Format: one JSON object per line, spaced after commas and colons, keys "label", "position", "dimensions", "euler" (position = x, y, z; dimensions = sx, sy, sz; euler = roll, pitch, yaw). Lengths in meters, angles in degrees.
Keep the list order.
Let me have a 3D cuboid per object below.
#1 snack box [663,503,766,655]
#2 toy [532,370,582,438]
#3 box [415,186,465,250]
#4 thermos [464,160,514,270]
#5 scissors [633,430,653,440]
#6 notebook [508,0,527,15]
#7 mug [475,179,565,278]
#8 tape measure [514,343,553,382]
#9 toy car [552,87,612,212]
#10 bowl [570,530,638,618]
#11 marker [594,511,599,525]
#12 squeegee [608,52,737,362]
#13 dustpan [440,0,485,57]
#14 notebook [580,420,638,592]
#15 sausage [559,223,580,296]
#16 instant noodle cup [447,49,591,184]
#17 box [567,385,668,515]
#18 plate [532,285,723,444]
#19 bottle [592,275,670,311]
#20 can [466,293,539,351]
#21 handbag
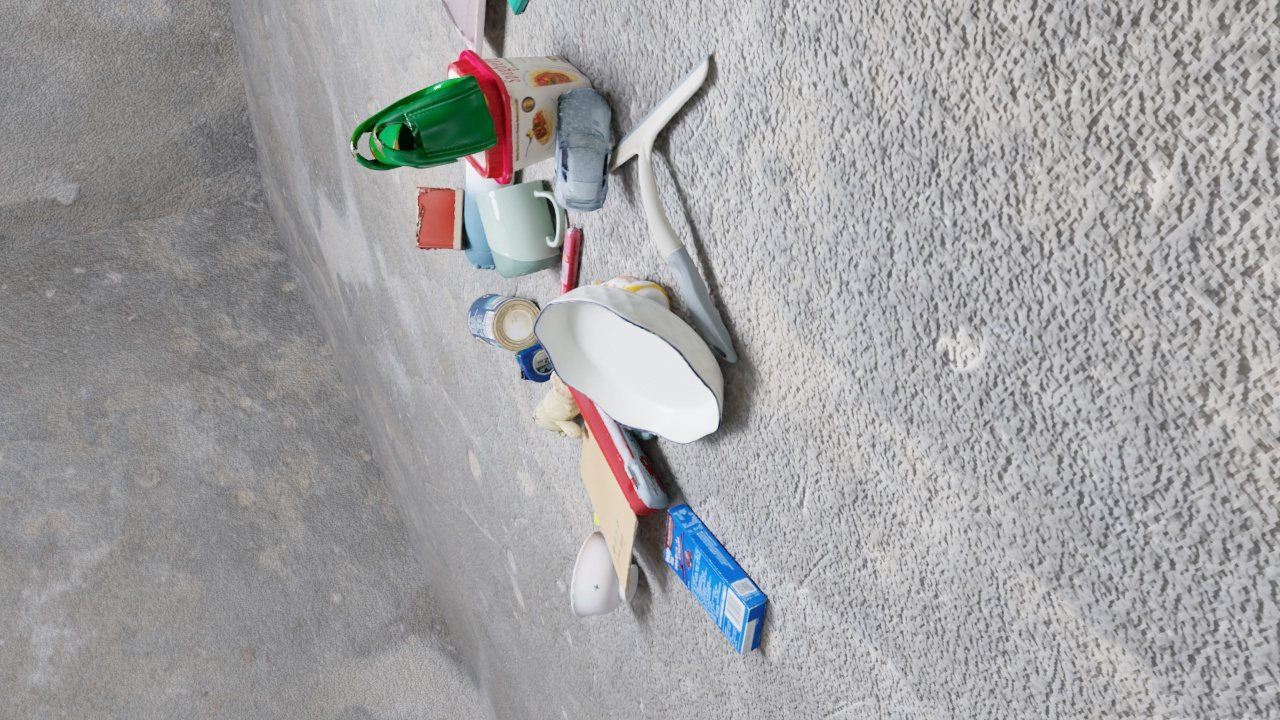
{"label": "snack box", "position": [0.079, 0.239, 1.012], "dimensions": [0.157, 0.026, 0.085], "euler": [46, 146, 42]}
{"label": "toy", "position": [-0.106, 0.054, 1.208], "dimensions": [0.157, 0.066, 0.105], "euler": [116, 136, -66]}
{"label": "box", "position": [-0.288, -0.202, 1.305], "dimensions": [0.168, 0.079, 0.091], "euler": [-141, 54, -80]}
{"label": "thermos", "position": [-0.202, -0.211, 1.218], "dimensions": [0.070, 0.070, 0.221], "euler": [57, 152, 27]}
{"label": "scissors", "position": [-0.006, 0.004, 1.029], "dimensions": [0.178, 0.019, 0.174], "euler": [-23, 86, 66]}
{"label": "notebook", "position": [-0.124, -0.476, 0.935], "dimensions": [0.210, 0.012, 0.150], "euler": [-30, 81, 64]}
{"label": "mug", "position": [-0.136, -0.161, 1.114], "dimensions": [0.112, 0.082, 0.106], "euler": [-8, 101, 33]}
{"label": "tape measure", "position": [-0.140, 0.003, 1.254], "dimensions": [0.025, 0.058, 0.054], "euler": [21, 130, 59]}
{"label": "toy car", "position": [-0.057, -0.208, 0.909], "dimensions": [0.037, 0.054, 0.120], "euler": [-156, 68, -71]}
{"label": "bowl", "position": [-0.041, 0.293, 1.234], "dimensions": [0.065, 0.118, 0.118], "euler": [7, 122, 19]}
{"label": "marker", "position": [-0.053, 0.180, 1.254], "dimensions": [0.018, 0.015, 0.124], "euler": [-125, 31, -45]}
{"label": "squeegee", "position": [0.033, -0.110, 0.844], "dimensions": [0.247, 0.039, 0.246], "euler": [-20, 90, 65]}
{"label": "dustpan", "position": [-0.201, -0.512, 1.039], "dimensions": [0.222, 0.139, 0.273], "euler": [66, -177, 25]}
{"label": "notebook", "position": [-0.043, 0.171, 1.176], "dimensions": [0.207, 0.008, 0.148], "euler": [-115, 24, -44]}
{"label": "sausage", "position": [-0.087, -0.105, 1.113], "dimensions": [0.020, 0.020, 0.156], "euler": [54, 150, 31]}
{"label": "instant noodle cup", "position": [-0.123, -0.260, 0.952], "dimensions": [0.116, 0.124, 0.117], "euler": [49, 147, 38]}
{"label": "box", "position": [-0.028, 0.086, 1.077], "dimensions": [0.201, 0.048, 0.087], "euler": [62, -176, 18]}
{"label": "plate", "position": [-0.007, 0.002, 0.896], "dimensions": [0.205, 0.045, 0.205], "euler": [26, 153, 14]}
{"label": "bottle", "position": [-0.017, -0.057, 0.952], "dimensions": [0.108, 0.063, 0.063], "euler": [24, 129, 57]}
{"label": "can", "position": [-0.192, -0.054, 1.297], "dimensions": [0.111, 0.075, 0.075], "euler": [14, 120, 61]}
{"label": "handbag", "position": [-0.205, -0.218, 0.860], "dimensions": [0.131, 0.120, 0.068], "euler": [19, 130, 56]}
